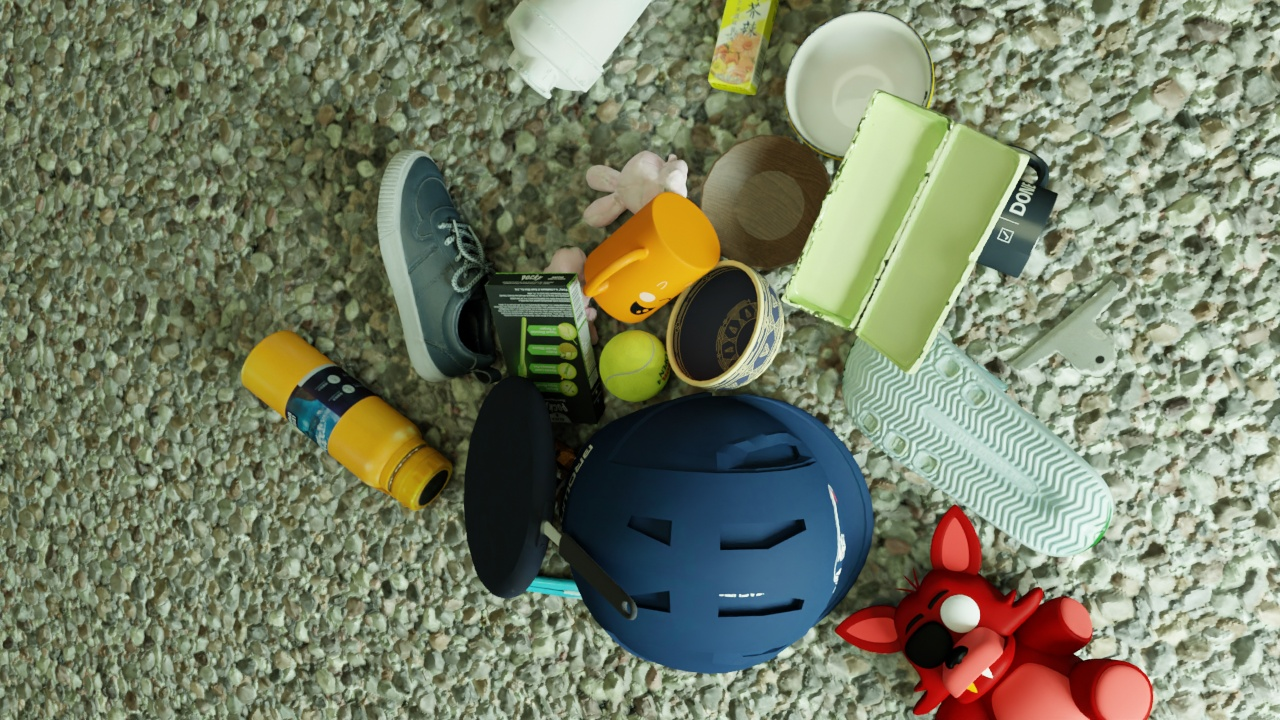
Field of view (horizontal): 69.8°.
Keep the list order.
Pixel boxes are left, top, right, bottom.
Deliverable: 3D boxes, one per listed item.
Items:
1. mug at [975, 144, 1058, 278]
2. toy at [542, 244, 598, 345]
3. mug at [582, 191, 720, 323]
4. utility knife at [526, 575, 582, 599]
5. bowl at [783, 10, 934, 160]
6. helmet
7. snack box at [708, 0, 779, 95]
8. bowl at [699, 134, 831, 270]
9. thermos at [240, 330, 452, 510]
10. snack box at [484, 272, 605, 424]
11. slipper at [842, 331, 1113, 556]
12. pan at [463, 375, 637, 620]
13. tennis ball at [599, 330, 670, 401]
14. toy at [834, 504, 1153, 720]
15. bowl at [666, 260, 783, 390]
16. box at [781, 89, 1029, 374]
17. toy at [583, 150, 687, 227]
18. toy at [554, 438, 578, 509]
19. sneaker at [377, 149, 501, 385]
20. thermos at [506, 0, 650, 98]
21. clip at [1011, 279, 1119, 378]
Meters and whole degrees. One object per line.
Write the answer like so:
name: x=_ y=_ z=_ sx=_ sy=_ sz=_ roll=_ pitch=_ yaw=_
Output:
mug: x=0.286 y=-0.127 z=0.734 sx=0.077 sy=0.071 sz=0.105 roll=25 pitch=74 yaw=16
toy: x=-0.077 y=-0.051 z=0.867 sx=0.099 sy=0.052 sz=0.096 roll=-26 pitch=97 yaw=24
mug: x=-0.001 y=-0.084 z=0.791 sx=0.096 sy=0.112 sz=0.077 roll=-35 pitch=82 yaw=40
utility knife: x=-0.096 y=0.223 z=0.908 sx=0.124 sy=0.015 sz=0.022 roll=0 pitch=118 yaw=21
bowl: x=0.182 y=-0.220 z=0.758 sx=0.117 sy=0.067 sz=0.117 roll=1 pitch=93 yaw=19
helmet: x=0.073 y=0.144 z=0.762 sx=0.272 sy=0.223 sz=0.232 roll=0 pitch=94 yaw=-17
snack box: x=0.098 y=-0.311 z=0.803 sx=0.040 sy=0.028 sz=0.148 roll=16 pitch=98 yaw=17
bowl: x=0.112 y=-0.137 z=0.807 sx=0.118 sy=0.030 sz=0.118 roll=1 pitch=93 yaw=19
thermos: x=-0.297 y=0.065 z=0.942 sx=0.233 sy=0.091 sz=0.076 roll=34 pitch=71 yaw=14
snack box: x=-0.086 y=-0.010 z=0.848 sx=0.080 sy=0.025 sz=0.148 roll=2 pitch=123 yaw=19
slipper: x=0.265 y=0.059 z=0.740 sx=0.245 sy=0.074 sz=0.104 roll=44 pitch=109 yaw=29
pan: x=-0.088 y=0.130 z=0.761 sx=0.357 sy=0.021 sz=0.199 roll=25 pitch=107 yaw=59
tennis ball: x=-0.005 y=0.005 z=0.837 sx=0.065 sy=0.065 sz=0.065 roll=1 pitch=93 yaw=19
toy: x=0.277 y=0.238 z=0.732 sx=0.197 sy=0.120 sz=0.158 roll=44 pitch=108 yaw=21
bowl: x=0.083 y=-0.024 z=0.800 sx=0.113 sy=0.061 sz=0.112 roll=-24 pitch=57 yaw=43
box: x=0.201 y=-0.100 z=0.718 sx=0.141 sy=0.047 sz=0.188 roll=35 pitch=120 yaw=30
toy: x=-0.003 y=-0.156 z=0.839 sx=0.110 sy=0.047 sz=0.063 roll=-2 pitch=85 yaw=28
toy: x=-0.103 y=0.121 z=0.879 sx=0.087 sy=0.067 sz=0.112 roll=38 pitch=91 yaw=29
sneaker: x=-0.186 y=-0.090 z=0.884 sx=0.087 sy=0.089 sz=0.235 roll=-8 pitch=96 yaw=23
thermos: x=-0.031 y=-0.334 z=0.820 sx=0.099 sy=0.099 sz=0.220 roll=44 pitch=100 yaw=12
clip: x=0.354 y=-0.012 z=0.731 sx=0.102 sy=0.040 sz=0.054 roll=-45 pitch=66 yaw=17
